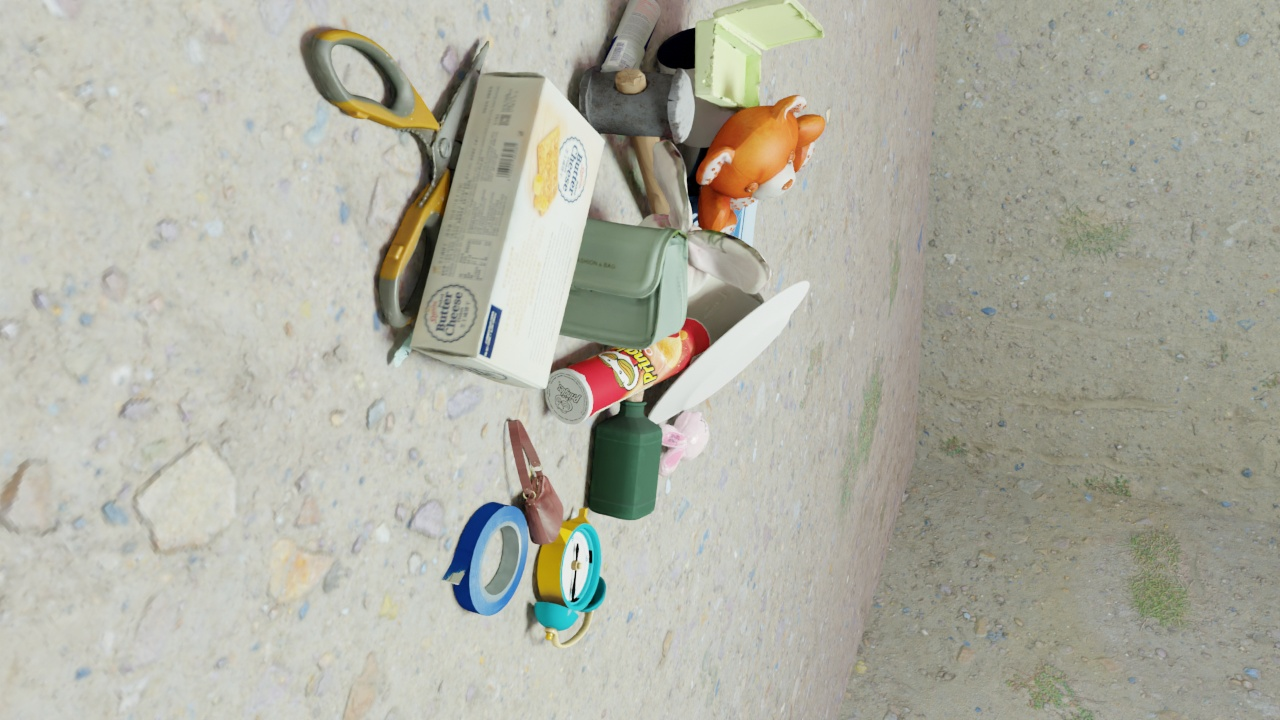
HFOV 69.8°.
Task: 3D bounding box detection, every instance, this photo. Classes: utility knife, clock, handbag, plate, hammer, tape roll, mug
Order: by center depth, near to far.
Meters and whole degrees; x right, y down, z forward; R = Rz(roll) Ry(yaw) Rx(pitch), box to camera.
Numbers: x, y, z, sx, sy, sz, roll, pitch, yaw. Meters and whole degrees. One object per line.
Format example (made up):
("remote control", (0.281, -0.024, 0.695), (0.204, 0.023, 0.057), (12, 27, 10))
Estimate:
("utility knife", (-0.139, -0.055, 0.677), (0.161, 0.015, 0.022), (-63, 150, -31))
("tape roll", (-0.126, 0.168, 0.779), (0.093, 0.016, 0.091), (68, 38, -49))
("handbag", (-0.027, -0.070, 0.793), (0.067, 0.122, 0.106), (-31, 129, -58))
("handbag", (-0.097, 0.102, 0.812), (0.055, 0.029, 0.120), (-81, 160, -58))
("clock", (-0.068, 0.214, 0.898), (0.099, 0.044, 0.129), (-10, 100, -65))
("hammer", (0.019, -0.172, 0.925), (0.329, 0.098, 0.052), (69, 31, -62))
("mug", (0.064, -0.301, 0.981), (0.097, 0.079, 0.111), (70, 9, -47))
("plate", (0.106, -0.002, 1.050), (0.242, 0.016, 0.243), (-39, 168, -10))

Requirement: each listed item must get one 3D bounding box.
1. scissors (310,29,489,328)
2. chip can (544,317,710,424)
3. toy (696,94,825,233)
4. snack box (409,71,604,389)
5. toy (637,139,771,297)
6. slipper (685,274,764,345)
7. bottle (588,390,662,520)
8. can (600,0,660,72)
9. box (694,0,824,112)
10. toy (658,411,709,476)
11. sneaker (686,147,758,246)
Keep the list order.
("scissors", (-0.150, -0.140, 0.618), (0.230, 0.016, 0.225), (48, 54, -61))
("chip can", (-0.005, 0.005, 0.906), (0.214, 0.052, 0.052), (-24, 121, -51))
("toy", (0.116, -0.197, 0.931), (0.164, 0.093, 0.172), (-40, 173, -1))
("snack box", (-0.092, -0.091, 0.673), (0.104, 0.057, 0.207), (32, 69, -64))
("toy", (0.022, -0.090, 0.852), (0.084, 0.159, 0.195), (-34, 173, -40))
("slipper", (0.070, -0.065, 1.052), (0.114, 0.054, 0.274), (-45, 150, 5))
("bottle", (-0.014, 0.093, 0.949), (0.061, 0.061, 0.131), (-8, 105, -63))
("can", (-0.010, -0.295, 0.856), (0.032, 0.032, 0.095), (57, 48, -57))
("box", (0.104, -0.295, 0.870), (0.128, 0.066, 0.187), (-46, 172, 23))
("toy", (0.052, 0.098, 1.119), (0.109, 0.047, 0.064), (-25, 123, -53))
("sneaker", (0.079, -0.170, 1.085), (0.098, 0.083, 0.242), (-6, 125, -20))
